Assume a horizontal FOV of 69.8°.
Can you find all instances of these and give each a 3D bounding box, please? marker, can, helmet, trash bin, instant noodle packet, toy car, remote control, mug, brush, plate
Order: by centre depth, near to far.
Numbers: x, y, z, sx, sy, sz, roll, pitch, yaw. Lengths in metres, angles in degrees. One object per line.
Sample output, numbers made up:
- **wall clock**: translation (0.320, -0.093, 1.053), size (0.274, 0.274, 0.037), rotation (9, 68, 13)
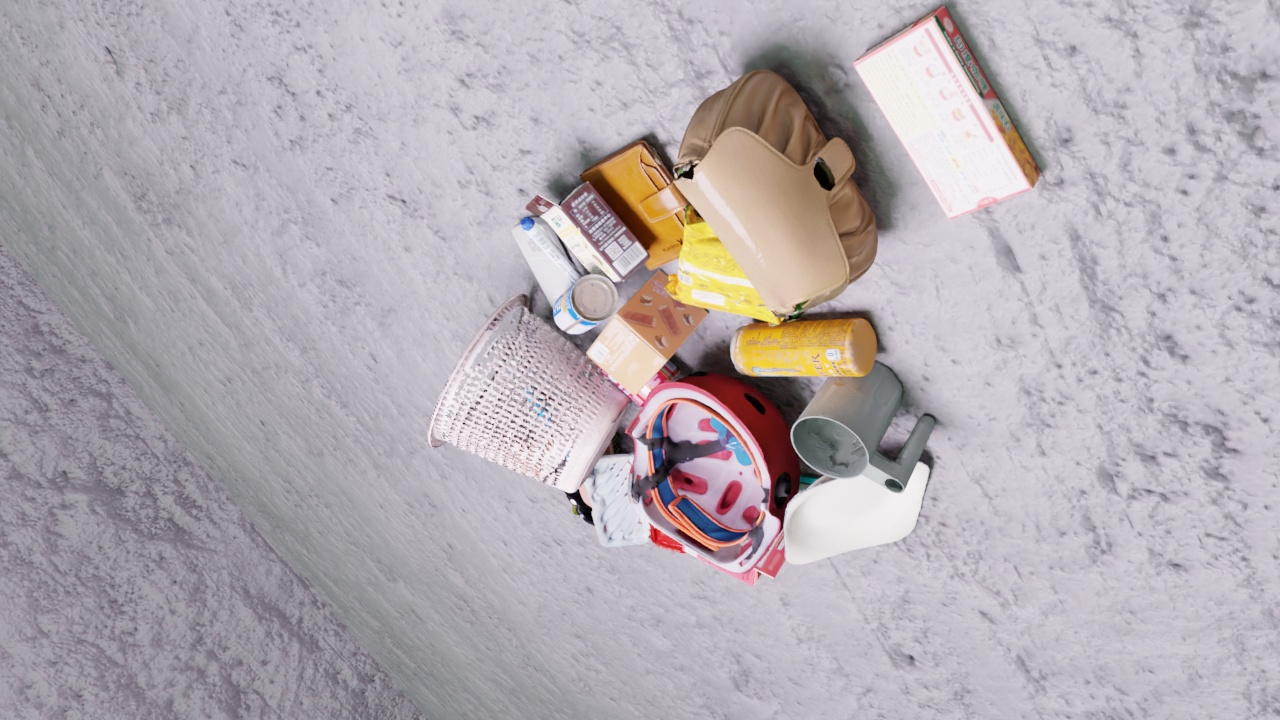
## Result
- **instant noodle packet**: translation (0.094, -0.095, 0.927), size (0.128, 0.044, 0.111), rotation (16, 133, 6)
- **mug**: translation (0.230, 0.067, 0.937), size (0.124, 0.103, 0.084), rotation (30, 142, 13)
- **can**: translation (0.167, -0.012, 0.950), size (0.146, 0.058, 0.058), rotation (-1, 126, 43)
- **plate**: translation (0.234, 0.163, 1.028), size (0.164, 0.164, 0.034), rotation (83, 172, -47)
- **can**: translation (-0.065, -0.062, 1.043), size (0.053, 0.053, 0.135), rotation (47, 167, -7)
- **helmet**: translation (0.099, 0.108, 1.069), size (0.207, 0.143, 0.240), rotation (25, 128, 31)
- **marker**: translation (-0.093, -0.117, 1.074), size (0.017, 0.016, 0.146), rotation (5, 150, 39)
- **can**: translation (-0.007, 0.007, 1.119), size (0.094, 0.066, 0.067), rotation (42, 144, -1)
- **remote control**: translation (-0.105, -0.108, 1.129), size (0.058, 0.021, 0.150), rotation (2, 128, 41)
- **trash bin**: translation (-0.128, 0.058, 1.163), size (0.192, 0.226, 0.228), rotation (31, 143, 5)
- **brush**: translation (-0.062, 0.141, 1.301), size (0.063, 0.072, 0.146), rotation (19, 136, 29)
- **toy car**: translation (-0.092, 0.194, 1.407), size (0.070, 0.042, 0.158), rotation (-2, 124, 44)

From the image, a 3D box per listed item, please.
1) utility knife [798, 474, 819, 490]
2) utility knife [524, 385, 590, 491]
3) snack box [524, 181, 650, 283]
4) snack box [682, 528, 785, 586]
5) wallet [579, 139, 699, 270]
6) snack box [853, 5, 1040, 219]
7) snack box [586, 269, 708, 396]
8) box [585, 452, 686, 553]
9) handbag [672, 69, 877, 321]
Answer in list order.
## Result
- **utility knife**: translation (0.189, 0.151, 1.133), size (0.178, 0.013, 0.029), rotation (6, 129, 38)
- **utility knife**: translation (-0.114, 0.109, 1.279), size (0.208, 0.018, 0.034), rotation (53, 159, 39)
- **snack box**: translation (-0.059, -0.140, 0.995), size (0.125, 0.053, 0.113), rotation (50, 170, -11)
- **snack box**: translation (0.135, 0.219, 1.167), size (0.127, 0.113, 0.044), rotation (24, 139, 22)
- **wallet**: translation (0.012, -0.164, 0.963), size (0.119, 0.035, 0.130), rotation (-13, 121, 51)
- **snack box**: translation (0.242, -0.191, 0.727), size (0.077, 0.026, 0.156), rotation (-19, 113, 50)
- **snack box**: translation (0.008, -0.031, 1.045), size (0.077, 0.094, 0.093), rotation (42, 143, 0)
- **box**: translation (0.006, 0.199, 1.289), size (0.161, 0.049, 0.201), rotation (1, 133, 10)
- **handbag**: translation (0.123, -0.141, 0.785), size (0.204, 0.147, 0.100), rotation (50, 145, -18)
